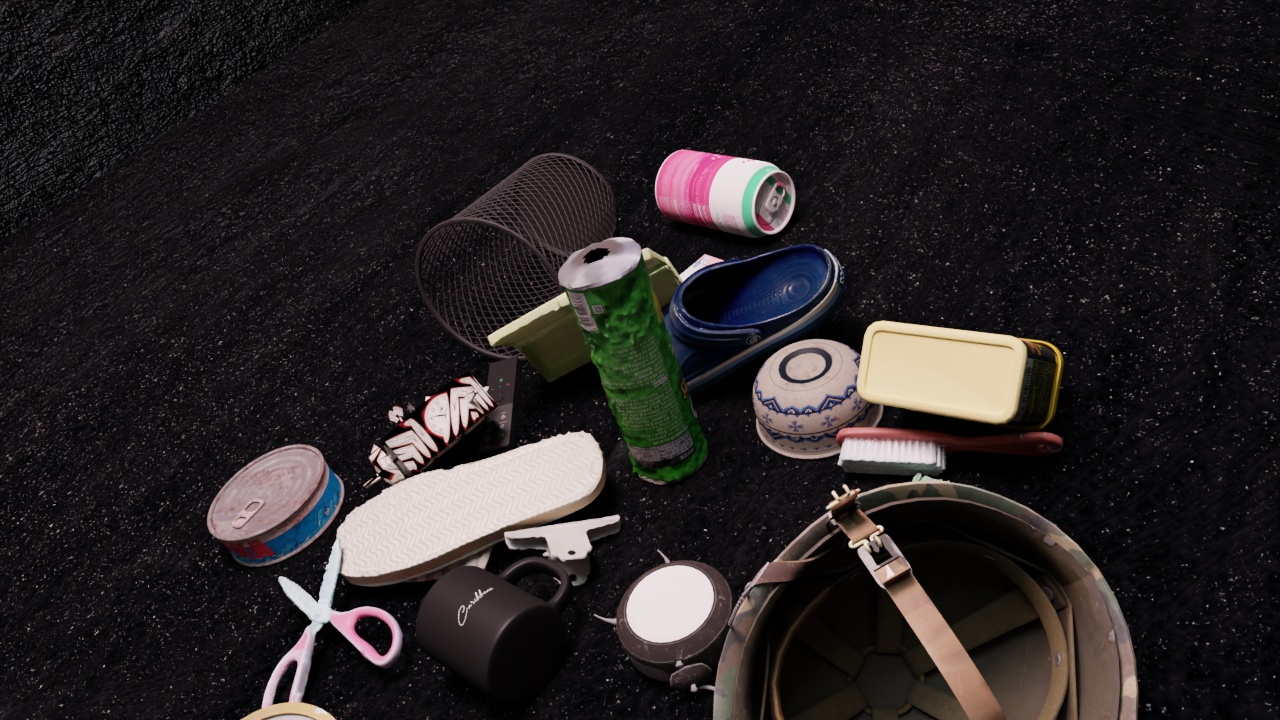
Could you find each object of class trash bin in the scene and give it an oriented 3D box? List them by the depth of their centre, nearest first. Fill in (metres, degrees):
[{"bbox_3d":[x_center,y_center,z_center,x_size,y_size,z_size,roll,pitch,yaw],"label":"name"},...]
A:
[{"bbox_3d":[-0.129,-0.134,1.081,0.184,0.184,0.209,-2,35,26],"label":"trash bin"}]

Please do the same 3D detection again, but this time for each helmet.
[{"bbox_3d":[0.147,0.169,0.489,0.224,0.237,0.192,-23,68,-17],"label":"helmet"}]

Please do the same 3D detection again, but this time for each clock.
[{"bbox_3d":[-0.261,0.317,0.647,0.159,0.081,0.117,-8,48,4],"label":"clock"},{"bbox_3d":[0.030,0.193,0.680,0.091,0.044,0.123,-42,40,-24],"label":"clock"},{"bbox_3d":[-0.221,0.071,0.916,0.154,0.065,0.114,-40,2,1],"label":"clock"}]

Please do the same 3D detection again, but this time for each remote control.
[{"bbox_3d":[-0.151,0.047,0.989,0.034,0.013,0.149,-17,36,9],"label":"remote control"}]

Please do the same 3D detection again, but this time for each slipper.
[{"bbox_3d":[-0.154,0.140,0.840,0.273,0.054,0.114,-20,39,12],"label":"slipper"},{"bbox_3d":[0.069,-0.045,0.877,0.253,0.095,0.105,-27,52,20],"label":"slipper"}]

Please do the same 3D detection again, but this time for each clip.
[{"bbox_3d":[-0.061,0.161,0.775,0.101,0.041,0.054,-7,37,-12],"label":"clip"}]

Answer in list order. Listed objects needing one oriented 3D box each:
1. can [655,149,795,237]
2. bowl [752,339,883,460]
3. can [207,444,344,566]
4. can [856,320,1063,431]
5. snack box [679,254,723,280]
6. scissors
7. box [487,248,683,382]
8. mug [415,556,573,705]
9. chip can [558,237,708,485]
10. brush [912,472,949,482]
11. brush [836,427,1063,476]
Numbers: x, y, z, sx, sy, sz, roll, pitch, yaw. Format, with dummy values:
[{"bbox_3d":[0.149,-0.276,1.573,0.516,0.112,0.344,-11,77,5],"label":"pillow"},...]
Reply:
[{"bbox_3d":[0.099,-0.202,1.107,0.088,0.088,0.166,-42,40,-24],"label":"can"},{"bbox_3d":[0.152,0.026,0.813,0.116,0.059,0.115,-15,37,11],"label":"bowl"},{"bbox_3d":[-0.379,0.149,0.957,0.130,0.044,0.129,-15,37,11],"label":"can"},{"bbox_3d":[0.251,0.011,0.726,0.131,0.101,0.072,10,92,37],"label":"can"},{"bbox_3d":[0.093,-0.060,0.978,0.087,0.033,0.154,-41,39,-20],"label":"snack box"},{"bbox_3d":[-0.279,0.240,0.786,0.171,0.014,0.167,22,69,36],"label":"scissors"},{"bbox_3d":[-0.049,-0.050,0.938,0.188,0.140,0.048,-28,65,15],"label":"box"},{"bbox_3d":[-0.104,0.200,0.717,0.088,0.078,0.113,15,46,40],"label":"mug"},{"bbox_3d":[-0.004,0.004,0.786,0.075,0.223,0.075,-13,35,9],"label":"chip can"},{"bbox_3d":[0.171,0.165,0.668,0.033,0.012,0.217,12,50,39],"label":"brush"},{"bbox_3d":[0.241,0.074,0.728,0.173,0.041,0.030,-2,58,24],"label":"brush"}]
